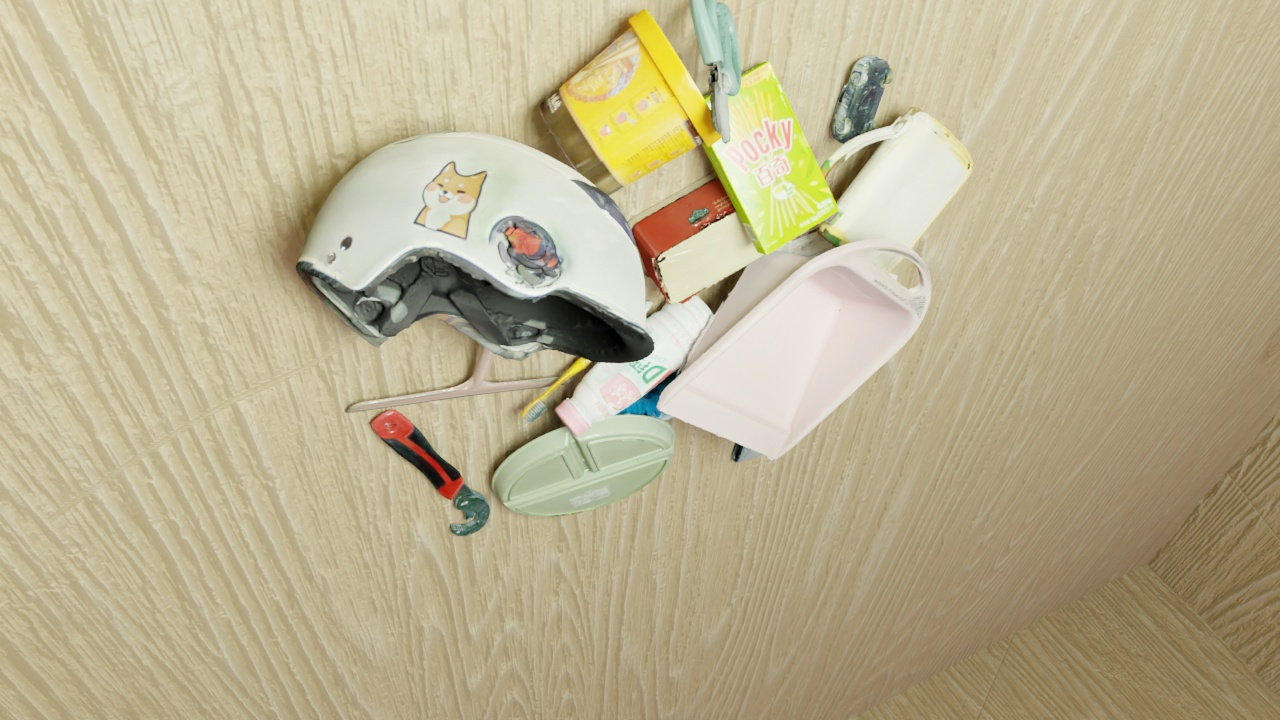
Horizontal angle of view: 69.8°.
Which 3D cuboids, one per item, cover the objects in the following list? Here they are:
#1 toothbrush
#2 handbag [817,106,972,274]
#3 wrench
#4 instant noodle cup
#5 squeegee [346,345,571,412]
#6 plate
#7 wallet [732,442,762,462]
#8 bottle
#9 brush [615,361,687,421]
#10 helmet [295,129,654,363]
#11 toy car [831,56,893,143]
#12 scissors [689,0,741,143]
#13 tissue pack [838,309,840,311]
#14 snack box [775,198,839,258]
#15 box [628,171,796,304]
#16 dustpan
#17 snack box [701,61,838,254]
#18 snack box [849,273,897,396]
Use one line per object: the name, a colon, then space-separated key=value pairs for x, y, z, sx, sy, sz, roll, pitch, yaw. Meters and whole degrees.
toothbrush: x=-0.056 y=0.001 z=0.995 sx=0.191 sy=0.018 sz=0.016 roll=-42 pitch=153 yaw=-5
handbag: x=0.249 y=-0.189 z=0.964 sx=0.178 sy=0.063 sz=0.163 roll=25 pitch=107 yaw=-46
wrench: x=-0.229 y=0.130 z=1.033 sx=0.056 sy=0.016 sz=0.274 roll=-29 pitch=144 yaw=-7
instant noodle cup: x=-0.010 y=-0.202 z=0.750 sx=0.114 sy=0.118 sz=0.118 roll=-33 pitch=144 yaw=11
squeegee: x=-0.145 y=-0.041 z=0.887 sx=0.247 sy=0.040 sz=0.250 roll=-7 pitch=135 yaw=-31
plate: x=-0.064 y=0.133 z=1.104 sx=0.230 sy=0.027 sz=0.231 roll=-14 pitch=151 yaw=-8
wallet: x=0.184 y=0.091 z=1.299 sx=0.097 sy=0.019 sz=0.121 roll=-14 pitch=138 yaw=-27
bottle: x=-0.006 y=0.006 z=0.996 sx=0.196 sy=0.068 sz=0.068 roll=-39 pitch=144 yaw=-8
brush: x=0.083 y=0.027 z=1.124 sx=0.313 sy=0.060 sz=0.110 roll=-16 pitch=145 yaw=-23
helmet: x=-0.119 y=-0.093 z=0.721 sx=0.274 sy=0.156 sz=0.230 roll=6 pitch=169 yaw=-6
toy car: x=0.219 y=-0.261 z=0.917 sx=0.042 sy=0.034 sz=0.091 roll=-11 pitch=136 yaw=-24
scissors: x=0.068 y=-0.231 z=0.744 sx=0.019 sy=0.185 sz=0.132 roll=-11 pitch=168 yaw=20
tissue pack: x=0.199 y=-0.034 z=1.126 sx=0.139 sy=0.063 sz=0.090 roll=-8 pitch=128 yaw=-29
snack box: x=0.192 y=-0.135 z=1.043 sx=0.153 sy=0.026 sz=0.075 roll=-23 pitch=141 yaw=-15
box: x=0.082 y=-0.128 z=0.924 sx=0.168 sy=0.080 sz=0.091 roll=-30 pitch=142 yaw=-5
dustpan: x=0.180 y=-0.008 z=0.979 sx=0.222 sy=0.139 sz=0.273 roll=21 pitch=94 yaw=-41
snack box: x=0.114 y=-0.187 z=0.858 sx=0.085 sy=0.026 sz=0.156 roll=-31 pitch=107 yaw=-5
snack box: x=0.281 y=-0.036 z=1.146 sx=0.085 sy=0.027 sz=0.156 roll=97 pitch=20 yaw=-46
